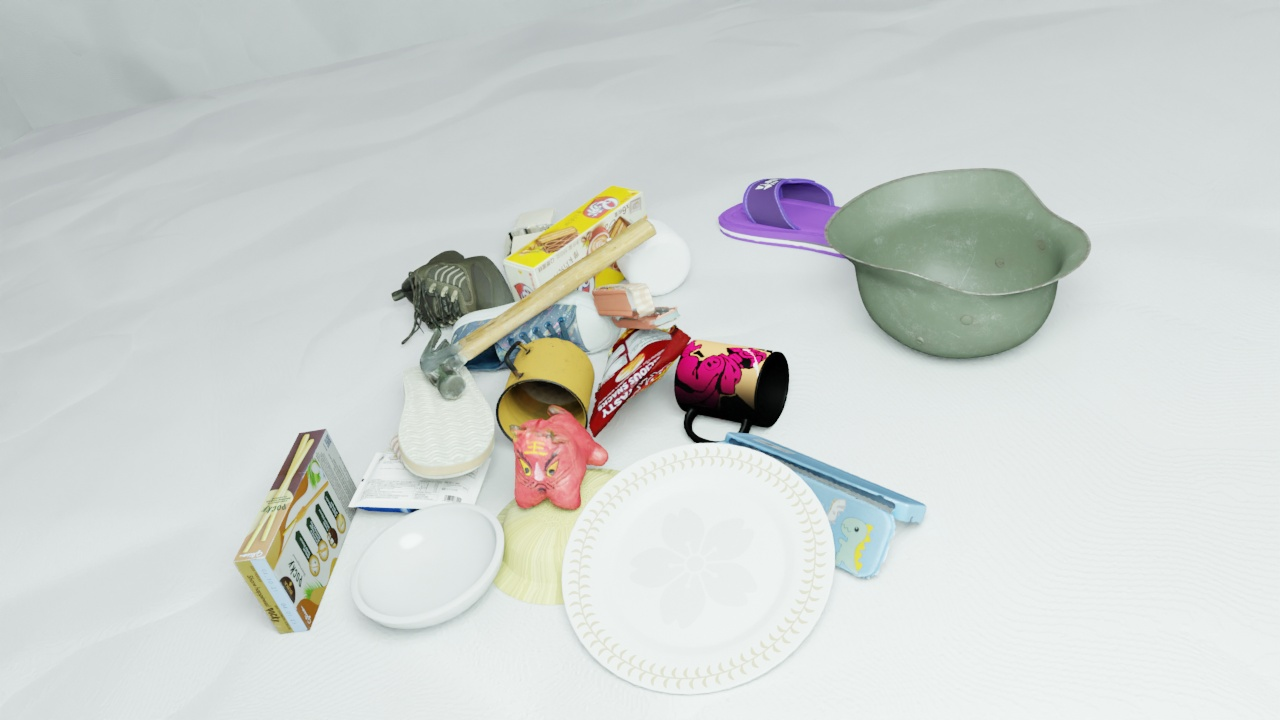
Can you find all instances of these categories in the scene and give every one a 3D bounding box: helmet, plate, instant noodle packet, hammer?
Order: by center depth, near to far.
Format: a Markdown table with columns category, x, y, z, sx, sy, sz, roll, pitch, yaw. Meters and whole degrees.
| category | x | y | z | sx | sy | sz | roll | pitch | yaw |
| --- | --- | --- | --- | --- | --- | --- | --- | --- | --- |
| plate | 0.049 | 0.177 | 0.811 | 0.243 | 0.016 | 0.242 | -9 | 48 | 10 |
| plate | -0.071 | 0.156 | 0.903 | 0.184 | 0.036 | 0.184 | -10 | 34 | 7 |
| helmet | 0.345 | -0.088 | 0.996 | 0.226 | 0.154 | 0.268 | -38 | 35 | -29 |
| instant noodle packet | -0.238 | 0.132 | 0.999 | 0.134 | 0.026 | 0.086 | 2 | 36 | 7 |
| hammer | -0.121 | -0.076 | 1.111 | 0.330 | 0.033 | 0.132 | -35 | 31 | -13 |

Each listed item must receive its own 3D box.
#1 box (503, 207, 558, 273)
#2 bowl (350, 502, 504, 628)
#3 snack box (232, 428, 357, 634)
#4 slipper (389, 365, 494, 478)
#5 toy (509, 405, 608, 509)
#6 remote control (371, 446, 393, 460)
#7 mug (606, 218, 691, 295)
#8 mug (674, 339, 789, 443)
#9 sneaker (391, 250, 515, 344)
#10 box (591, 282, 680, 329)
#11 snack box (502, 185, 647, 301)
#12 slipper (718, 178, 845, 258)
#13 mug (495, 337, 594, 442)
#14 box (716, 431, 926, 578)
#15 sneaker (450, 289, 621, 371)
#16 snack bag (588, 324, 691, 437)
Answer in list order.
| category | x | y | z | sx | sy | sz | roll | pitch | yaw |
| --- | --- | --- | --- | --- | --- | --- | --- | --- | --- |
| box | -0.132 | -0.190 | 1.425 | 0.144 | 0.058 | 0.187 | -8 | 37 | 8 |
| bowl | -0.196 | 0.203 | 0.876 | 0.149 | 0.043 | 0.149 | -11 | 34 | 7 |
| snack box | -0.340 | 0.168 | 0.929 | 0.032 | 0.101 | 0.185 | -9 | 34 | 7 |
| slipper | -0.228 | 0.070 | 1.041 | 0.115 | 0.052 | 0.263 | -7 | 24 | -13 |
| toy | -0.082 | 0.075 | 0.908 | 0.088 | 0.094 | 0.132 | -7 | 31 | 11 |
| remote control | -0.259 | 0.095 | 1.080 | 0.038 | 0.018 | 0.125 | 21 | 46 | 41 |
| mug | 0.008 | -0.143 | 1.247 | 0.115 | 0.094 | 0.068 | 13 | 24 | -29 |
| mug | 0.093 | 0.040 | 0.985 | 0.098 | 0.082 | 0.117 | 10 | 68 | 32 |
| sneaker | -0.276 | -0.086 | 1.274 | 0.142 | 0.101 | 0.238 | -28 | 31 | -27 |
| box | -0.008 | -0.064 | 1.035 | 0.071 | 0.056 | 0.187 | 8 | 1 | -17 |
| snack box | -0.080 | -0.143 | 1.278 | 0.062 | 0.110 | 0.229 | 19 | 46 | 35 |
| slipper | 0.227 | -0.217 | 1.294 | 0.267 | 0.084 | 0.107 | 20 | 47 | 41 |
| mug | -0.110 | 0.028 | 1.029 | 0.101 | 0.124 | 0.094 | -26 | 27 | 20 |
| box | 0.158 | 0.131 | 0.865 | 0.209 | 0.073 | 0.085 | 21 | 87 | 43 |
| sneaker | -0.142 | -0.031 | 1.159 | 0.236 | 0.087 | 0.079 | -6 | 30 | 18 |
| snack bag | -0.006 | 0.006 | 1.001 | 0.139 | 0.066 | 0.208 | -42 | 4 | 5 |
